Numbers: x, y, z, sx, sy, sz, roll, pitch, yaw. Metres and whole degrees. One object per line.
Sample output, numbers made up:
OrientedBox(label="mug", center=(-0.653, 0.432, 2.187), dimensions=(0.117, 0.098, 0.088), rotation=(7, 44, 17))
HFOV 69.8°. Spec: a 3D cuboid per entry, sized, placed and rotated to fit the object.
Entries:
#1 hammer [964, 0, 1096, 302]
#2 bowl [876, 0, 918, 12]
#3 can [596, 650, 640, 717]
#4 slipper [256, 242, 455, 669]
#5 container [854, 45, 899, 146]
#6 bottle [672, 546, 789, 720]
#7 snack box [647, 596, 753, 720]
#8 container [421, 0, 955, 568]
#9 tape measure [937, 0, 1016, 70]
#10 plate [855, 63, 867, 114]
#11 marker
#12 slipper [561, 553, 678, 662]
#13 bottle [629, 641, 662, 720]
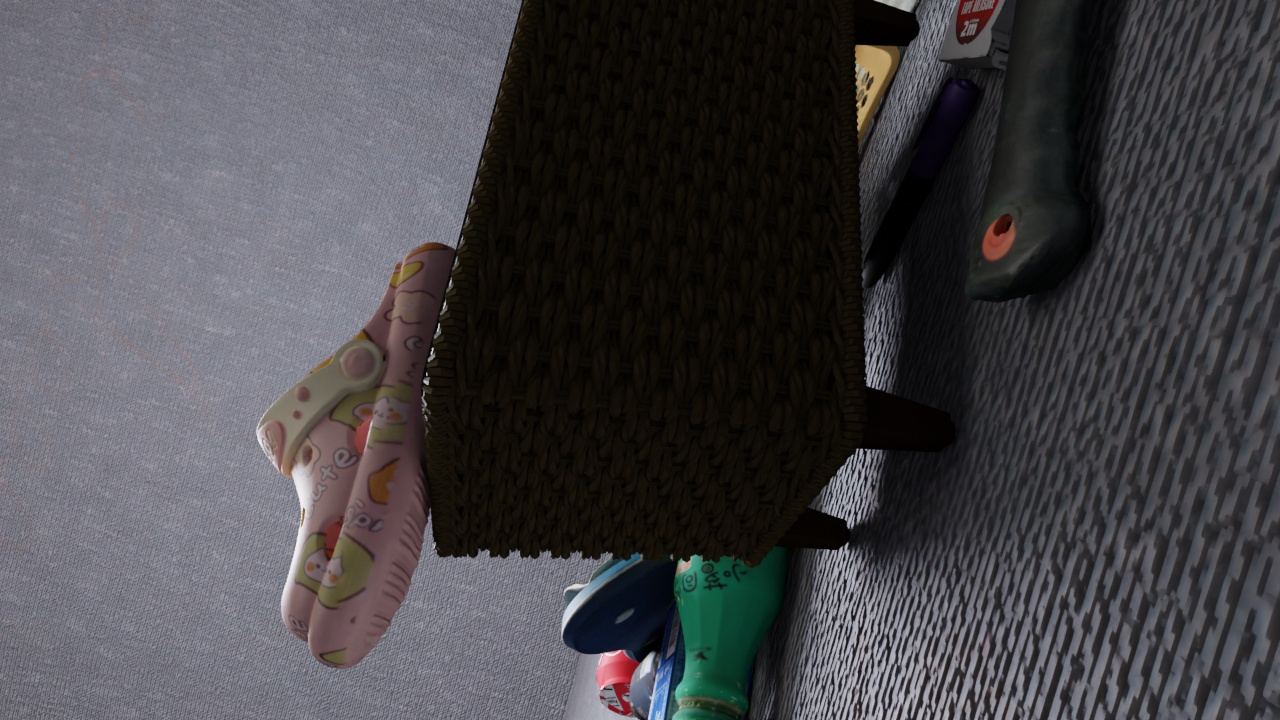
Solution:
OrientedBox(label="hammer", center=(0.160, -0.182, 0.345), dimensions=(0.133, 0.033, 0.332), rotation=(158, 125, -68))
OrientedBox(label="bowl", center=(0.176, -0.328, 0.672), dimensions=(0.177, 0.071, 0.177), rotation=(-171, 97, -88))
OrientedBox(label="can", center=(0.001, 0.283, 0.938), dimensions=(0.142, 0.074, 0.075), rotation=(-77, 3, -50))
OrientedBox(label="slipper", center=(-0.131, 0.034, 0.414), dimensions=(0.093, 0.081, 0.197), rotation=(120, 162, -73))
OrientedBox(label="container", center=(0.100, -0.165, 0.691), dimensions=(0.166, 0.129, 0.184), rotation=(-84, 8, -56))
OrientedBox(label="bottle", center=(0.055, 0.137, 0.566), dimensions=(0.068, 0.068, 0.209), rotation=(107, 177, -56))
OrientedBox(label="snack box", center=(0.029, 0.256, 0.571), dimensions=(0.059, 0.059, 0.225), rotation=(114, 172, -53))
OrientedBox(label="container", center=(0.027, -0.063, 0.474), dimensions=(0.177, 0.205, 0.320), rotation=(108, 171, -58))
OrientedBox(label="tape measure", center=(0.165, -0.164, 0.421), dimensions=(0.060, 0.020, 0.062), rotation=(-101, 24, -73))
OrientedBox(label="plate", center=(0.166, -0.200, 0.810), dimensions=(0.157, 0.014, 0.157), rotation=(-170, 95, -88))
OrientedBox(label="marker", center=(0.145, -0.091, 0.493), dimensions=(0.015, 0.018, 0.134), rotation=(-23, -33, -33))
OrientedBox(label="slipper", center=(0.002, 0.175, 0.701), dimensions=(0.118, 0.060, 0.295), rotation=(-33, -24, -5))
OrientedBox(label="bottle", center=(0.021, 0.266, 0.749), dimensions=(0.161, 0.056, 0.056), rotation=(108, 176, -61))
